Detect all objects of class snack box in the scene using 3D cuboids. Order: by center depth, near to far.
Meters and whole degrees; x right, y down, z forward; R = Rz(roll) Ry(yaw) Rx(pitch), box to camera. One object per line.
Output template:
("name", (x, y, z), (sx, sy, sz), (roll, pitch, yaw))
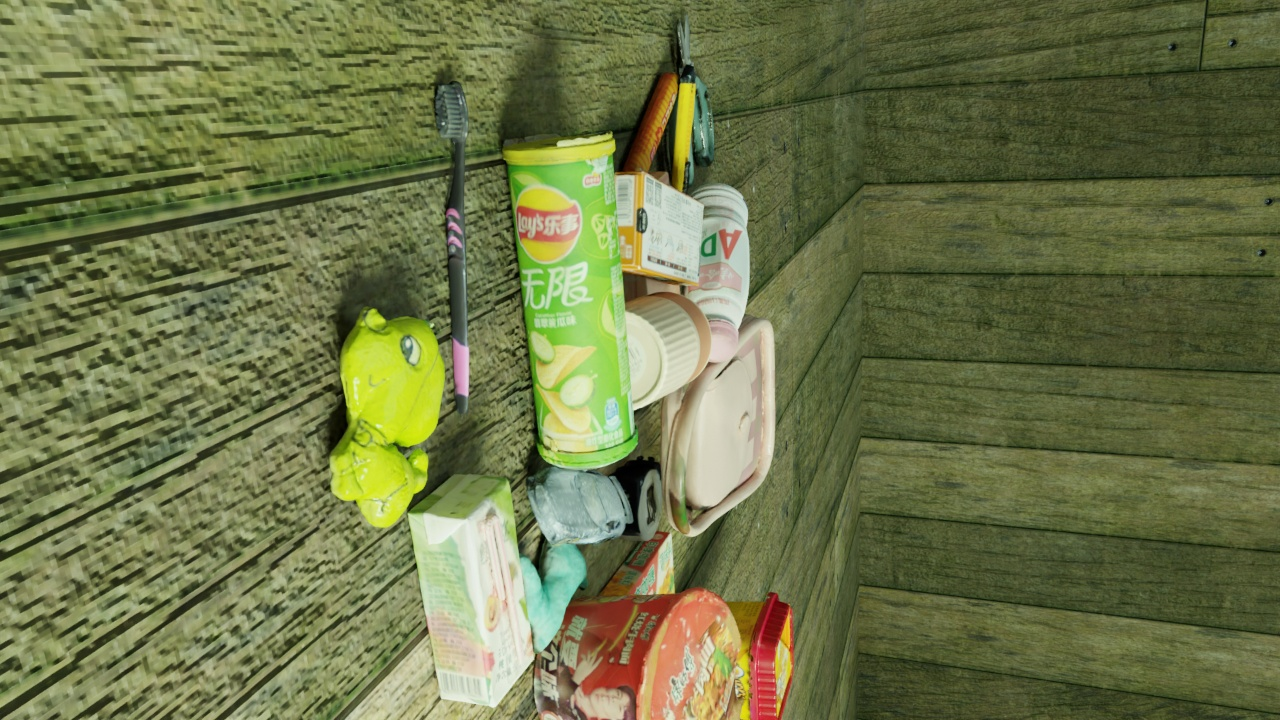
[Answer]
("snack box", (0.017, -0.105, 0.760), (0.153, 0.026, 0.075), (1, 92, -69))
("snack box", (0.008, -0.081, 0.819), (0.084, 0.026, 0.157), (-53, 141, -57))
("snack box", (-0.005, 0.220, 0.820), (0.155, 0.027, 0.077), (-39, 127, -65))

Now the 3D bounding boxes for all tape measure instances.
("tape measure", (-0.004, 0.124, 0.800), (0.065, 0.034, 0.066), (-30, 120, -65))

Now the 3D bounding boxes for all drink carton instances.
("drink carton", (-0.094, 0.132, 0.528), (0.053, 0.045, 0.122), (-40, 130, -63))

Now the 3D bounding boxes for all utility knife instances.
("utility knife", (0.039, -0.171, 0.880), (0.033, 0.015, 0.216), (-50, 146, -65))

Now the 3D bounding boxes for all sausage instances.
("sausage", (0.011, -0.210, 0.818), (0.021, 0.021, 0.164), (71, 29, -47))

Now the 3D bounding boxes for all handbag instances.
("handbag", (0.062, 0.071, 0.888), (0.233, 0.093, 0.193), (-49, 141, -58))

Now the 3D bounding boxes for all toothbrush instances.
("toothbrush", (-0.106, -0.062, 0.520), (0.017, 0.014, 0.189), (-14, 106, -59))

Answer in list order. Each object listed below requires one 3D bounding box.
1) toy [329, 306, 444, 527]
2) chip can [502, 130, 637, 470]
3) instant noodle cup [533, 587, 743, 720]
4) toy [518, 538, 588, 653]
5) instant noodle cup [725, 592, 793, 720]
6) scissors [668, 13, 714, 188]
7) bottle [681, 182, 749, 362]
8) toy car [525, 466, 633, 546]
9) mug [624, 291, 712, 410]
("toy", (-0.124, 0.026, 0.453), (0.097, 0.031, 0.100), (65, 38, -53))
("chip can", (-0.044, -0.036, 0.609), (0.072, 0.073, 0.221), (-44, 133, -63))
("instant noodle cup", (-0.005, 0.231, 0.666), (0.137, 0.109, 0.138), (8, 81, -55))
("toy", (-0.064, 0.156, 0.642), (0.091, 0.030, 0.096), (-67, 146, -49))
("instant noodle cup", (0.088, 0.305, 0.949), (0.115, 0.124, 0.116), (-46, 135, -63))
("scissors", (0.046, -0.250, 0.917), (0.177, 0.019, 0.170), (74, 27, -45))
("bottle", (0.073, -0.086, 0.884), (0.068, 0.068, 0.196), (69, 18, -48))
("toy car", (-0.042, 0.104, 0.661), (0.120, 0.037, 0.054), (20, 45, -66))
("mug", (-0.004, 0.004, 0.735), (0.115, 0.082, 0.105), (-62, 166, 19))
